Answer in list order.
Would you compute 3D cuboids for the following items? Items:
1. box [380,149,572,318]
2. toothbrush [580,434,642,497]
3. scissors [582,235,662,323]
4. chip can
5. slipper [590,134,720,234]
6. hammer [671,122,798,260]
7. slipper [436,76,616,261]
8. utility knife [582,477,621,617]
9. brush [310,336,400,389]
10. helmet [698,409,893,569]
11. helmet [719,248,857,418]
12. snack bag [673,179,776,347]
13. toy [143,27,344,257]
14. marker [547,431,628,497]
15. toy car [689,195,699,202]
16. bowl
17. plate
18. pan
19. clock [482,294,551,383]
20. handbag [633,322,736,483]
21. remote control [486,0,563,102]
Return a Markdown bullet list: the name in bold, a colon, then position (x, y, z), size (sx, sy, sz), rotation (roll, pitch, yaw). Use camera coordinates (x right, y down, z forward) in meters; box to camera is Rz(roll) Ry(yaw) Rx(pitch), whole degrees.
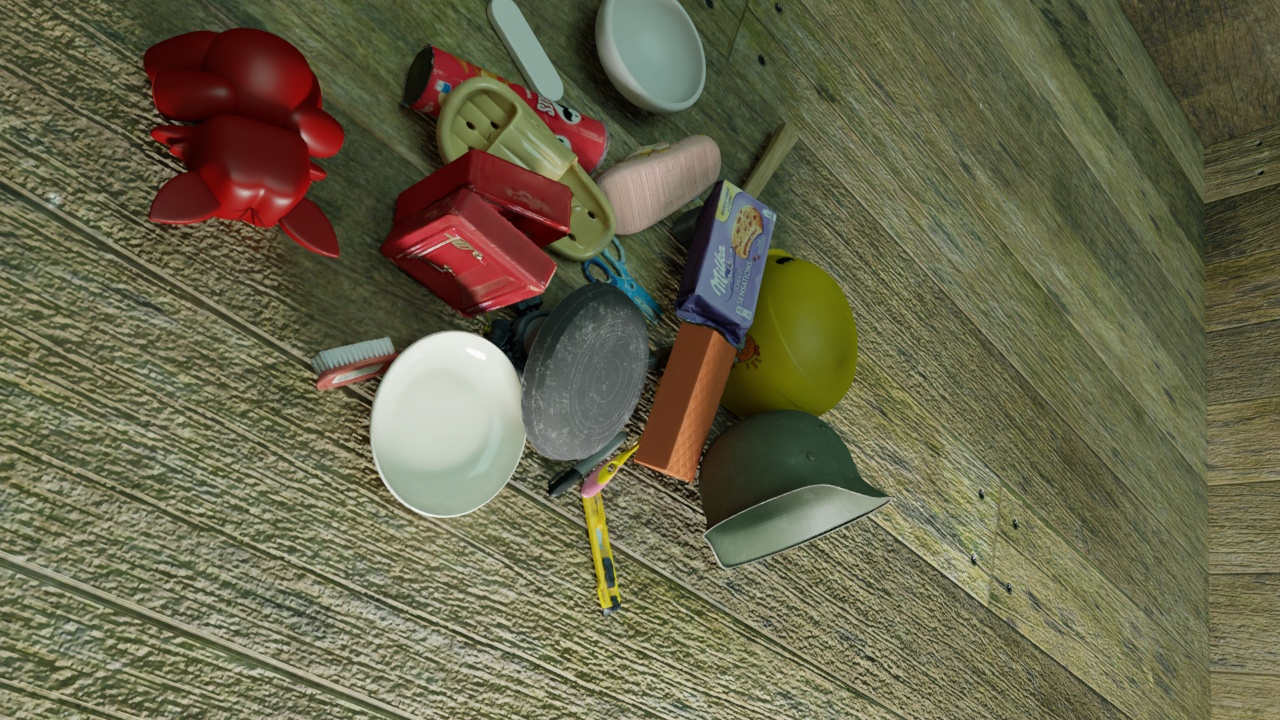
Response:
- **box**: position (-0.163, -0.136, 0.916), size (0.136, 0.158, 0.122), rotation (36, 60, -33)
- **toothbrush**: position (-0.029, 0.120, 1.064), size (0.135, 0.016, 0.021), rotation (-39, 99, -45)
- **scissors**: position (-0.020, -0.090, 1.137), size (0.140, 0.015, 0.083), rotation (52, 48, -22)
- **chip can**: position (-0.146, -0.275, 1.025), size (0.232, 0.073, 0.073), rotation (15, 70, -39)
- **slipper**: position (0.010, -0.227, 1.155), size (0.196, 0.081, 0.093), rotation (-27, 128, -24)
- **hammer**: position (0.154, -0.237, 1.305), size (0.117, 0.051, 0.321), rotation (49, 51, -22)
- **slipper**: position (-0.112, -0.189, 0.999), size (0.111, 0.079, 0.261), rotation (-46, 130, 4)
- **utility knife**: position (-0.046, 0.209, 1.035), size (0.030, 0.017, 0.155), rotation (-4, 79, -52)
- **brush**: position (-0.241, -0.007, 0.896), size (0.172, 0.041, 0.030), rotation (-16, 75, -46)
- **helmet**: position (0.165, 0.143, 1.129), size (0.267, 0.228, 0.153), rotation (6, 57, -54)
- **helmet**: position (0.209, -0.027, 1.207), size (0.208, 0.140, 0.240), rotation (12, 90, -40)
- **snack bag**: position (0.105, -0.124, 1.155), size (0.096, 0.059, 0.205), rotation (30, 62, -25)
- **toy**: position (-0.340, -0.188, 0.793), size (0.158, 0.121, 0.197), rotation (11, 62, -43)
- **marker**: position (-0.060, 0.114, 1.046), size (0.022, 0.016, 0.138), rotation (47, 47, 6)
- **toy car**: position (0.043, -0.248, 1.219), size (0.105, 0.032, 0.048), rotation (25, 64, -34)
- **bowl**: position (0.002, -0.400, 1.196), size (0.176, 0.066, 0.176), rotation (12, 71, -40)
- **plate**: position (-0.192, 0.062, 0.905), size (0.182, 0.034, 0.182), rotation (-2, 94, -46)
- **pan**: position (-0.006, 0.007, 1.062), size (0.356, 0.040, 0.208), rotation (-13, 116, -53)
- **clock**: position (-0.122, -0.021, 0.999), size (0.129, 0.052, 0.090), rotation (50, 51, -16)
- **handbag**: position (0.055, 0.053, 1.101), size (0.109, 0.060, 0.171), rotation (32, 76, -59)
- **remote control**: position (-0.137, -0.371, 1.098), size (0.043, 0.013, 0.136), rotation (-45, 110, -40)
